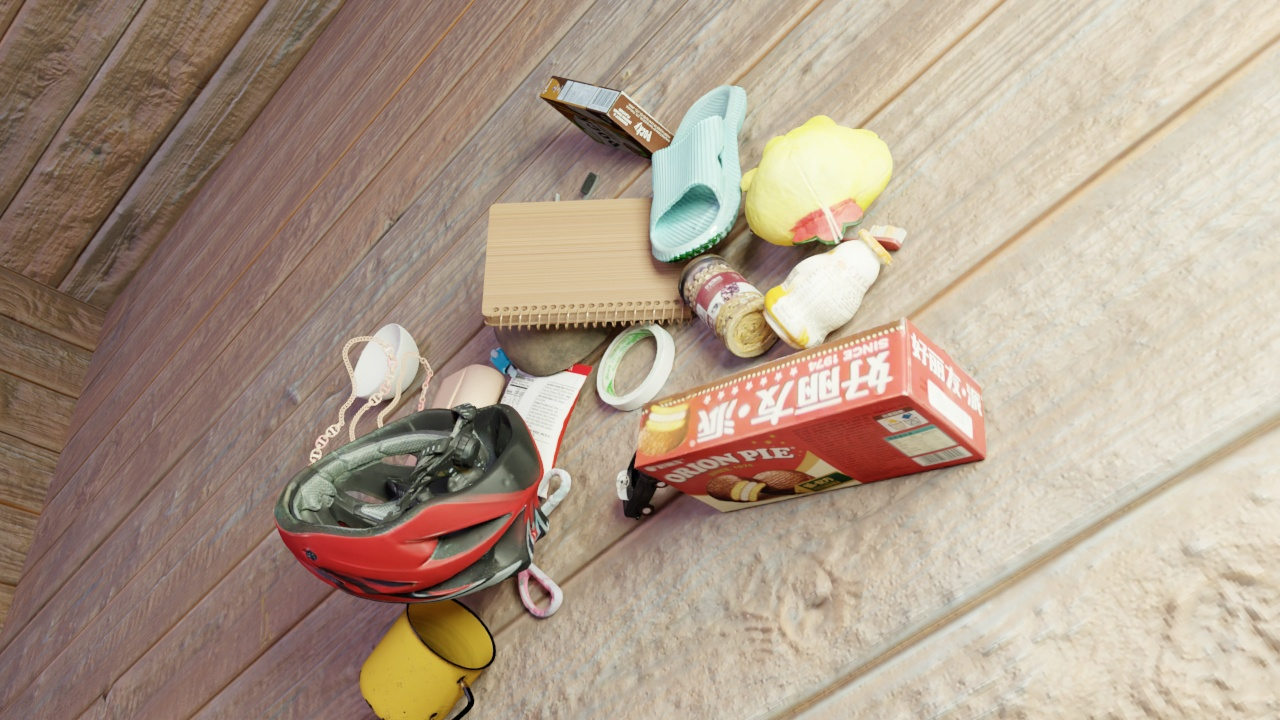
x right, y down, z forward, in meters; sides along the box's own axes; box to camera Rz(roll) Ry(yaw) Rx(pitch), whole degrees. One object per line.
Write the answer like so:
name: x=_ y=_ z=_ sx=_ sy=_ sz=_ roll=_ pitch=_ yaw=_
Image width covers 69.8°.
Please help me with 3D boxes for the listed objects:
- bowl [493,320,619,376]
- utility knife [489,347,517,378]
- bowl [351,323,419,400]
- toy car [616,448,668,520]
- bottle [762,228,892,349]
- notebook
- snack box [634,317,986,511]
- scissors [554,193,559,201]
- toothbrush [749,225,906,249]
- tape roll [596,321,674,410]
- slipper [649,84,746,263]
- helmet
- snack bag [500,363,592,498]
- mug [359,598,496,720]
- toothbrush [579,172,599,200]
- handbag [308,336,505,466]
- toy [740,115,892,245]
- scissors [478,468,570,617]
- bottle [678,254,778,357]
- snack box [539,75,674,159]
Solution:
bowl: x=-0.097 y=-0.067 z=1.014 sx=0.162 sy=0.070 sz=0.162 roll=-26 pitch=38 yaw=22
utility knife: x=-0.161 y=0.006 z=1.079 sx=0.022 sy=0.015 sz=0.149 roll=-54 pitch=19 yaw=0
bowl: x=-0.353 y=0.009 z=1.298 sx=0.115 sy=0.050 sz=0.114 roll=-29 pitch=46 yaw=34
toy car: x=0.000 y=0.105 z=0.817 sx=0.092 sy=0.037 sz=0.040 roll=113 pitch=159 yaw=-50
bottle: x=0.155 y=-0.060 z=0.758 sx=0.109 sy=0.063 sz=0.063 roll=-43 pitch=39 yaw=16
notebook: x=-0.053 y=-0.101 z=0.947 sx=0.210 sy=0.022 sz=0.168 roll=-2 pitch=53 yaw=-1
snack box: x=0.118 y=0.051 z=0.678 sx=0.237 sy=0.113 sz=0.060 roll=-21 pitch=51 yaw=40
scissors: x=-0.132 y=-0.143 z=1.186 sx=0.160 sy=0.014 sz=0.120 roll=-57 pitch=23 yaw=17
toothbrush: x=0.162 y=-0.115 z=0.829 sx=0.185 sy=0.015 sz=0.015 roll=15 pitch=74 yaw=53
tape roll: x=-0.006 y=0.005 z=0.932 sx=0.094 sy=0.018 sz=0.093 roll=-29 pitch=46 yaw=34
slipper: x=0.053 y=-0.207 z=0.943 sx=0.116 sy=0.069 sz=0.275 roll=-27 pitch=36 yaw=38
helmet: x=-0.218 y=0.138 z=0.883 sx=0.272 sy=0.167 sz=0.216 roll=-5 pitch=27 yaw=22
snack bag: x=-0.117 y=0.066 z=0.996 sx=0.131 sy=0.039 sz=0.144 roll=10 pitch=80 yaw=50
mug: x=-0.203 y=0.301 z=0.886 sx=0.094 sy=0.100 sz=0.123 roll=-52 pitch=51 yaw=11
toothbrush: x=-0.096 y=-0.163 z=1.161 sx=0.013 sy=0.013 sz=0.167 roll=26 pitch=88 yaw=53
handbag: x=-0.265 y=0.073 z=1.036 sx=0.117 sy=0.187 sz=0.198 roll=-27 pitch=40 yaw=59
toy: x=0.150 y=-0.168 z=0.814 sx=0.134 sy=0.092 sz=0.207 roll=-27 pitch=20 yaw=17
scissors: x=-0.113 y=0.179 z=0.926 sx=0.171 sy=0.013 sz=0.175 roll=28 pitch=96 yaw=53
bottle: x=0.080 y=-0.051 z=0.841 sx=0.056 sy=0.056 sz=0.105 roll=-50 pitch=38 yaw=11
snack box: x=-0.040 y=-0.293 z=1.112 sx=0.031 sy=0.101 sz=0.186 roll=-57 pitch=37 yaw=1
